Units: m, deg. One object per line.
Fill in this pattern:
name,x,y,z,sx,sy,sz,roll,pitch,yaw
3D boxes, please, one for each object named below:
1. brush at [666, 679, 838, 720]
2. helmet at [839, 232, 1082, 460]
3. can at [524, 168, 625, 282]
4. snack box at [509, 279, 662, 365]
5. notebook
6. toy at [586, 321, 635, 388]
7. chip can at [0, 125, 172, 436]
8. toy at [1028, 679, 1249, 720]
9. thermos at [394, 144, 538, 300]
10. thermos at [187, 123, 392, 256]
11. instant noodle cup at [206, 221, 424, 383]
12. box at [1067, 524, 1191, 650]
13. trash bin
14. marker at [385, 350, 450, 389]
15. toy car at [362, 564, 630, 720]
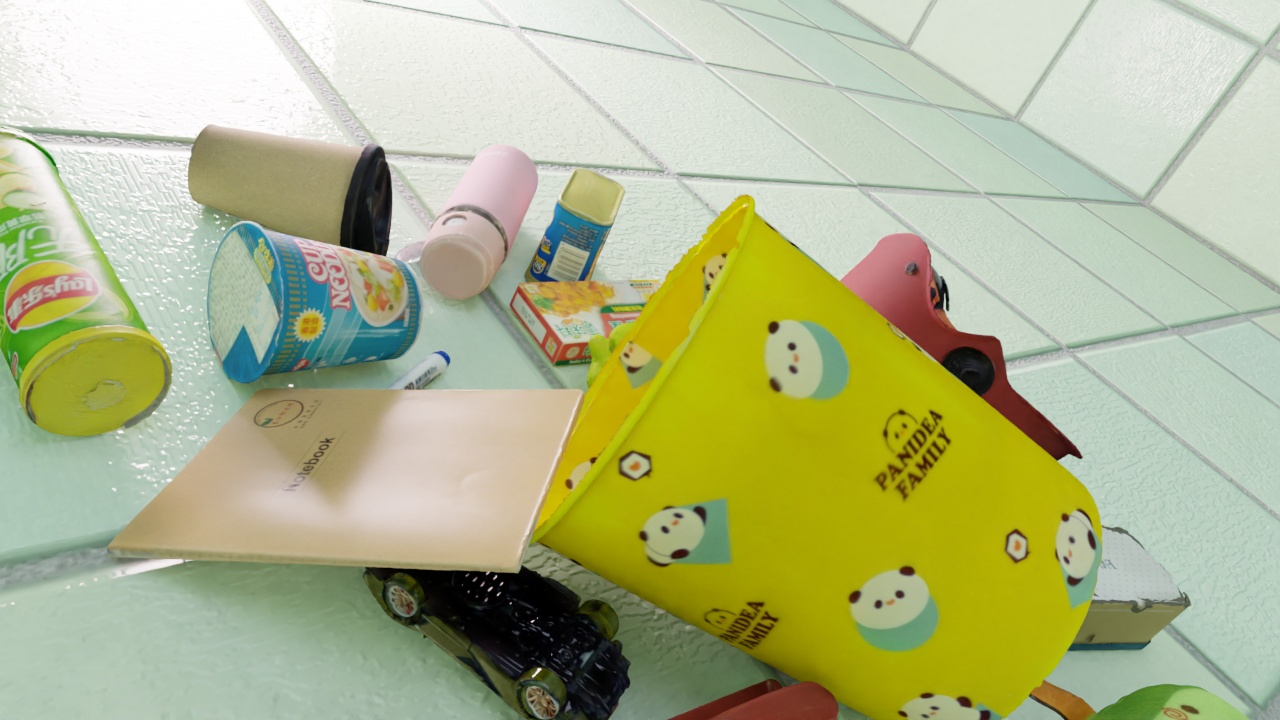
brush,0.034,0.197,0.444,0.145,0.069,0.063,-3,41,-39
helmet,0.241,0.020,0.783,0.240,0.144,0.206,56,14,13
can,-0.057,-0.114,0.818,0.057,0.083,0.101,23,32,-7
snack box,-0.026,-0.035,0.778,0.155,0.027,0.077,-6,45,-41
notebook,-0.144,0.056,0.485,0.208,0.008,0.147,0,30,11
toy,-0.004,0.004,0.715,0.097,0.031,0.099,49,41,-27
chip can,-0.346,-0.053,0.528,0.072,0.073,0.221,-11,47,-45
toy,0.300,0.265,0.522,0.227,0.090,0.246,46,39,18
thermos,-0.146,-0.121,0.790,0.087,0.067,0.198,-4,33,9
thermos,-0.259,-0.130,0.697,0.143,0.093,0.092,13,33,-6
instant noodle cup,-0.206,-0.036,0.594,0.109,0.099,0.099,-2,41,-49
box,0.328,0.173,0.708,0.184,0.061,0.089,8,35,-24
trash bin,0.096,0.071,0.528,0.255,0.230,0.229,33,31,-7
marker,-0.165,0.028,0.594,0.017,0.017,0.145,30,32,6
toy car,-0.076,0.133,0.482,0.158,0.042,0.070,33,32,12
